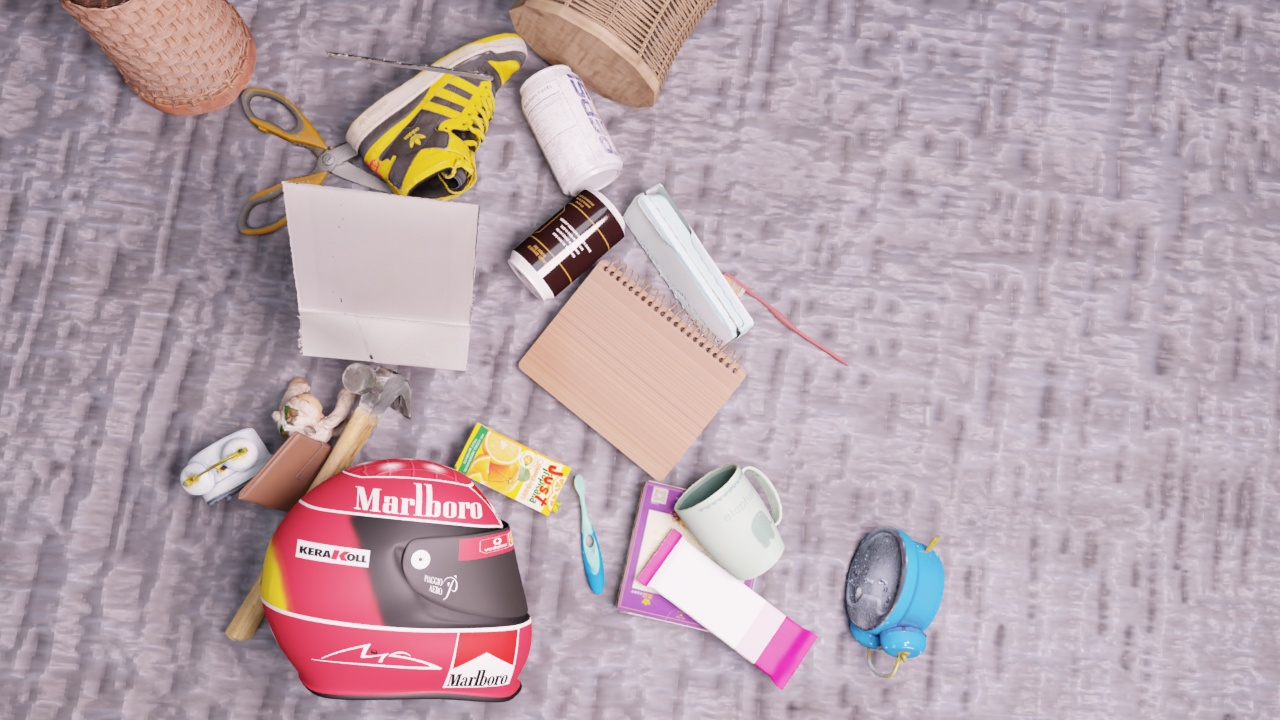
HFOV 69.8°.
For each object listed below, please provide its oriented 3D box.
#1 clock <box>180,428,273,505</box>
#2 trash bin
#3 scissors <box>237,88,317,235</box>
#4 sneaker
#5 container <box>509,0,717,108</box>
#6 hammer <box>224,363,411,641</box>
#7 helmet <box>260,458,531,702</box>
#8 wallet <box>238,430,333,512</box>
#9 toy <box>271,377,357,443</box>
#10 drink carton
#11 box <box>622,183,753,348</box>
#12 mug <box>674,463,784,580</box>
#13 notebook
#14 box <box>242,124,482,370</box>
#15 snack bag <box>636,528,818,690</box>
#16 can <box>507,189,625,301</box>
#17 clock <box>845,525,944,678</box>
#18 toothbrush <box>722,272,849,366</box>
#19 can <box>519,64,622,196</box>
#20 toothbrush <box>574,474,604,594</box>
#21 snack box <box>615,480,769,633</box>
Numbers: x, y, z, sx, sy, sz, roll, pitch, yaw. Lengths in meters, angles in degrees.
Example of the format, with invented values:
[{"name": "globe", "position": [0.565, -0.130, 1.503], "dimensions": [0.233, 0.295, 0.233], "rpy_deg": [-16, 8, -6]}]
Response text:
[{"name": "clock", "position": [-0.433, 0.113, 0.967], "dimensions": [0.083, 0.118, 0.057], "rpy_deg": [-31, 92, -8]}, {"name": "trash bin", "position": [-0.522, -0.374, 0.984], "dimensions": [0.151, 0.210, 0.151], "rpy_deg": [1, 82, -4]}, {"name": "scissors", "position": [-0.388, -0.241, 1.072], "dimensions": [0.225, 0.016, 0.226], "rpy_deg": [-32, 86, -8]}, {"name": "sneaker", "position": [-0.205, -0.272, 1.054], "dimensions": [0.238, 0.086, 0.122], "rpy_deg": [-36, 89, -11]}, {"name": "container", "position": [-0.016, -0.421, 1.027], "dimensions": [0.227, 0.227, 0.196], "rpy_deg": [29, 87, 1]}, {"name": "hammer", "position": [-0.346, 0.153, 0.981], "dimensions": [0.033, 0.132, 0.330], "rpy_deg": [31, 91, 12]}, {"name": "helmet", "position": [-0.234, 0.212, 0.921], "dimensions": [0.270, 0.198, 0.224], "rpy_deg": [9, 86, -22]}, {"name": "wallet", "position": [-0.363, 0.121, 0.969], "dimensions": [0.013, 0.121, 0.087], "rpy_deg": [37, 81, 16]}, {"name": "toy", "position": [-0.363, 0.056, 0.990], "dimensions": [0.085, 0.105, 0.074], "rpy_deg": [14, 101, 6]}, {"name": "drink carton", "position": [-0.139, 0.123, 1.024], "dimensions": [0.122, 0.041, 0.058], "rpy_deg": [26, 81, -1]}, {"name": "box", "position": [0.059, -0.109, 1.056], "dimensions": [0.070, 0.085, 0.199], "rpy_deg": [-30, 85, -36]}, {"name": "mug", "position": [0.108, 0.165, 0.979], "dimensions": [0.104, 0.084, 0.111], "rpy_deg": [53, 52, -7]}, {"name": "notebook", "position": [-0.006, 0.006, 1.041], "dimensions": [0.210, 0.022, 0.169], "rpy_deg": [39, 90, 5]}, {"name": "box", "position": [-0.239, -0.073, 0.853], "dimensions": [0.166, 0.413, 0.149], "rpy_deg": [5, 85, -10]}, {"name": "snack bag", "position": [0.094, 0.267, 0.989], "dimensions": [0.196, 0.016, 0.070], "rpy_deg": [37, 79, 0]}, {"name": "can", "position": [-0.083, -0.132, 1.049], "dimensions": [0.128, 0.072, 0.072], "rpy_deg": [-42, 87, -8]}, {"name": "clock", "position": [0.272, 0.261, 0.998], "dimensions": [0.060, 0.117, 0.161], "rpy_deg": [18, 81, -13]}, {"name": "toothbrush", "position": [0.170, -0.045, 1.084], "dimensions": [0.184, 0.015, 0.015], "rpy_deg": [35, 84, 1]}, {"name": "can", "position": [-0.082, -0.265, 1.066], "dimensions": [0.078, 0.078, 0.136], "rpy_deg": [-25, 84, -7]}, {"name": "toothbrush", "position": [-0.059, 0.195, 1.033], "dimensions": [0.022, 0.017, 0.135], "rpy_deg": [-10, 85, -6]}, {"name": "snack box", "position": [0.058, 0.220, 1.023], "dimensions": [0.143, 0.040, 0.148], "rpy_deg": [14, 81, -2]}]
